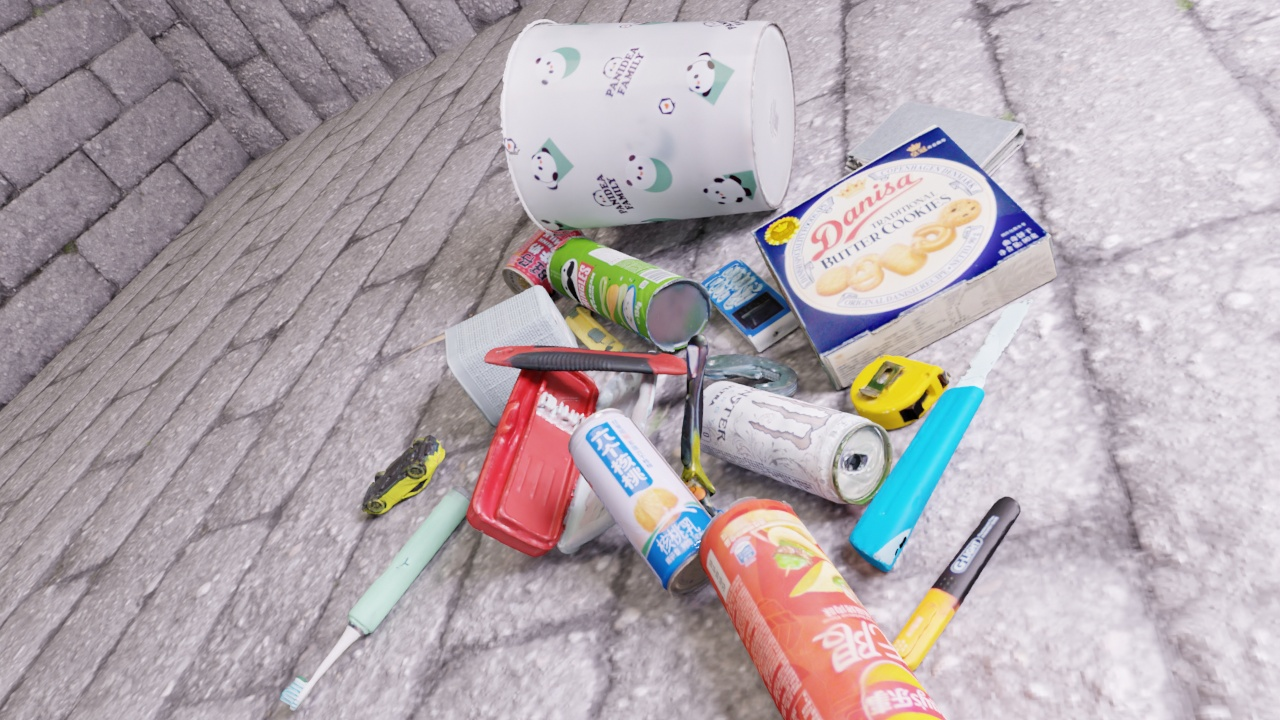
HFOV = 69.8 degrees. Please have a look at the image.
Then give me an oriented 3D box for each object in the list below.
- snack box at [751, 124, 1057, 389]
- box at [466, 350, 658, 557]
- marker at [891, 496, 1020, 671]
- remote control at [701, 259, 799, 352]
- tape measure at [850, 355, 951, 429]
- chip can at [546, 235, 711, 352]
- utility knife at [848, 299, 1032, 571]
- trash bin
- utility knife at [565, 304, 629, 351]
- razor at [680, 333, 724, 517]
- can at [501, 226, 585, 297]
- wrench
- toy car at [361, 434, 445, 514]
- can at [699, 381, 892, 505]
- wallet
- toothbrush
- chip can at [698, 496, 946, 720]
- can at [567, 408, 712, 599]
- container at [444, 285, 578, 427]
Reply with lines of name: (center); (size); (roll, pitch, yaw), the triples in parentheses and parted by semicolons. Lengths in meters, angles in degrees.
snack box: (0.198, -0.087, 0.730); (0.178, 0.046, 0.182); (-29, 41, 10)
box: (-0.054, 0.058, 0.749); (0.100, 0.110, 0.200); (-50, 17, 36)
marker: (0.176, 0.122, 0.512); (0.123, 0.015, 0.018); (-45, 36, -21)
remote control: (0.097, -0.051, 0.826); (0.049, 0.024, 0.125); (-35, 33, 0)
tape measure: (0.176, 0.020, 0.644); (0.057, 0.029, 0.060); (-45, 31, -16)
chip can: (-0.018, -0.073, 0.923); (0.072, 0.072, 0.236); (-41, 31, -12)
utility knife: (0.203, 0.039, 0.599); (0.034, 0.018, 0.233); (7, 50, 51)
trash bin: (0.019, -0.247, 0.959); (0.252, 0.230, 0.228); (3, 44, 23)
utility knife: (-0.039, -0.020, 0.933); (0.031, 0.021, 0.201); (-43, 35, -3)
razor: (0.039, 0.051, 0.652); (0.043, 0.022, 0.142); (-6, 82, 48)
can: (-0.111, -0.116, 1.082); (0.067, 0.066, 0.093); (10, 52, 51)
wrench: (-0.004, 0.004, 0.764); (0.274, 0.016, 0.056); (5, 26, 20)
toy car: (-0.234, 0.117, 0.908); (0.105, 0.032, 0.048); (-38, 28, 18)
can: (0.100, 0.055, 0.639); (0.058, 0.058, 0.147); (-46, 32, -20)
wallet: (0.266, -0.189, 0.841); (0.106, 0.037, 0.130); (-44, 43, -13)
toothbrush: (-0.218, 0.198, 0.780); (0.223, 0.027, 0.027); (-53, -5, -28)
chip can: (0.096, 0.158, 0.483); (0.073, 0.073, 0.216); (-35, 30, 0)
can: (0.004, 0.095, 0.630); (0.053, 0.053, 0.134); (-37, 56, -5)
container: (-0.125, -0.009, 0.925); (0.111, 0.090, 0.090); (-30, 30, 3)
